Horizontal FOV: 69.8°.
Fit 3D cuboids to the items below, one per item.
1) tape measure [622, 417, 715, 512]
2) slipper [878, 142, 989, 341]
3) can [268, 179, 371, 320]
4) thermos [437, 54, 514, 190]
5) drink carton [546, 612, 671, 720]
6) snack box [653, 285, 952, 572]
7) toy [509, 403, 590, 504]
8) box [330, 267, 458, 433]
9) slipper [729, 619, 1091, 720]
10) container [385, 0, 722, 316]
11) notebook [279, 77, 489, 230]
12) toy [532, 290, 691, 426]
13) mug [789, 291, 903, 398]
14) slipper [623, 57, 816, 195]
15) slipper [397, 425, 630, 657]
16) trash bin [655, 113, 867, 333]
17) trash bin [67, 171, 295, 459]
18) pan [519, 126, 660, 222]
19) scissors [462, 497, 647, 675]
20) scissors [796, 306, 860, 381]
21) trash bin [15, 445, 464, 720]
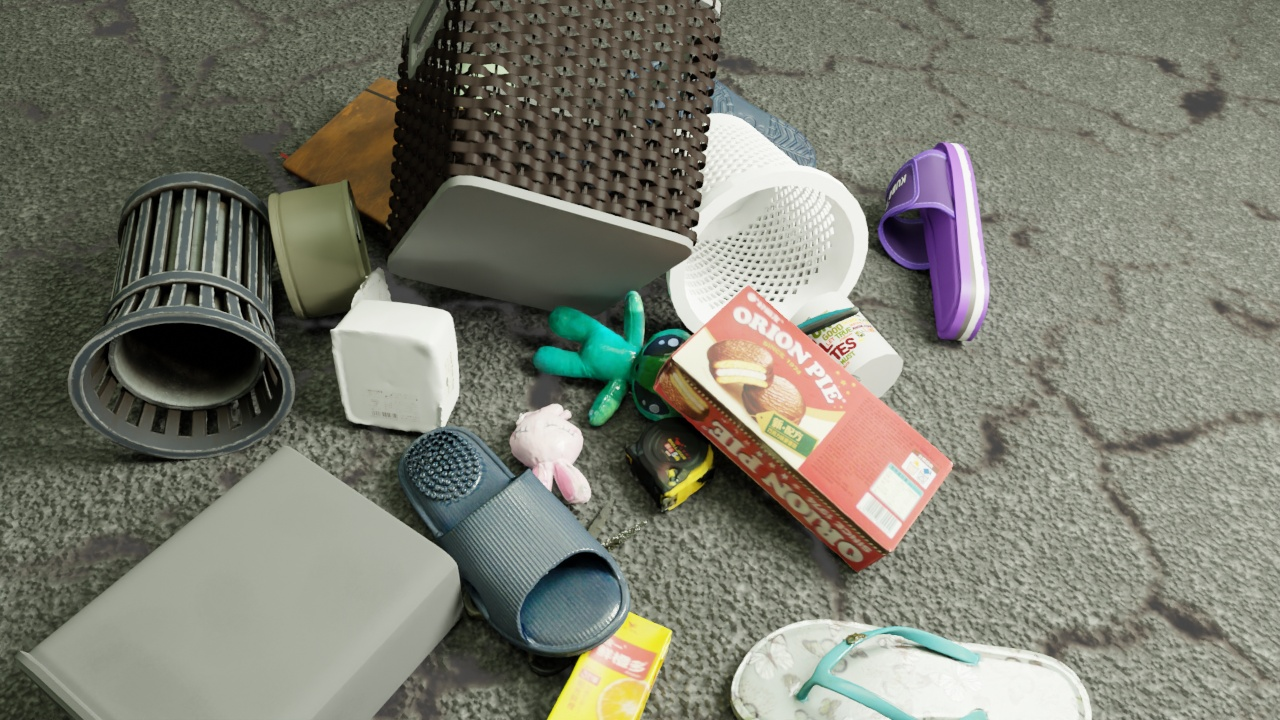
[{"bbox_3d":[0.028,0.087,0.803,0.072,0.042,0.071,-28,55,-21],"label":"tape measure"},{"bbox_3d":[0.303,-0.139,0.986,0.084,0.107,0.265,5,52,1],"label":"slipper"},{"bbox_3d":[-0.309,-0.107,0.897,0.073,0.128,0.127,-12,50,-12],"label":"can"},{"bbox_3d":[-0.205,-0.270,1.081,0.082,0.082,0.230,7,47,2],"label":"thermos"},{"bbox_3d":[-0.028,0.246,0.655,0.058,0.043,0.134,20,51,11],"label":"drink carton"},{"bbox_3d":[0.136,0.055,0.781,0.236,0.060,0.113,42,58,8],"label":"snack box"},{"bbox_3d":[-0.080,0.082,0.797,0.063,0.047,0.110,-15,55,-2],"label":"toy"},{"bbox_3d":[-0.223,-0.018,0.845,0.128,0.109,0.136,8,34,6],"label":"box"},{"bbox_3d":[0.201,0.232,0.676,0.269,0.055,0.098,3,46,-3],"label":"slipper"},{"bbox_3d":[-0.088,-0.203,0.846,0.245,0.248,0.243,12,71,-26],"label":"container"},{"bbox_3d":[-0.286,-0.246,1.030,0.249,0.014,0.178,30,70,38],"label":"notebook"},{"bbox_3d":[-0.005,0.005,0.860,0.193,0.072,0.130,19,88,17],"label":"toy"},{"bbox_3d":[0.204,-0.009,0.886,0.105,0.074,0.089,2,42,-38],"label":"mug"},{"bbox_3d":[0.086,-0.265,1.097,0.253,0.095,0.105,28,66,-2],"label":"slipper"},{"bbox_3d":[-0.117,0.122,0.710,0.101,0.082,0.264,-40,51,-17],"label":"slipper"},{"bbox_3d":[0.098,-0.149,0.936,0.195,0.196,0.199,-8,39,-11],"label":"trash bin"},{"bbox_3d":[-0.400,-0.052,0.824,0.164,0.165,0.227,-10,46,-13],"label":"trash bin"},{"bbox_3d":[-0.105,-0.194,1.061,0.355,0.021,0.199,-32,57,-27],"label":"pan"},{"bbox_3d":[-0.067,0.175,0.734,0.162,0.013,0.157,1,50,-3],"label":"scissors"},{"bbox_3d":[0.146,-0.010,0.852,0.156,0.124,0.019,40,14,37],"label":"scissors"},{"bbox_3d":[-0.268,0.195,0.649,0.192,0.098,0.219,28,51,20],"label":"trash bin"}]
